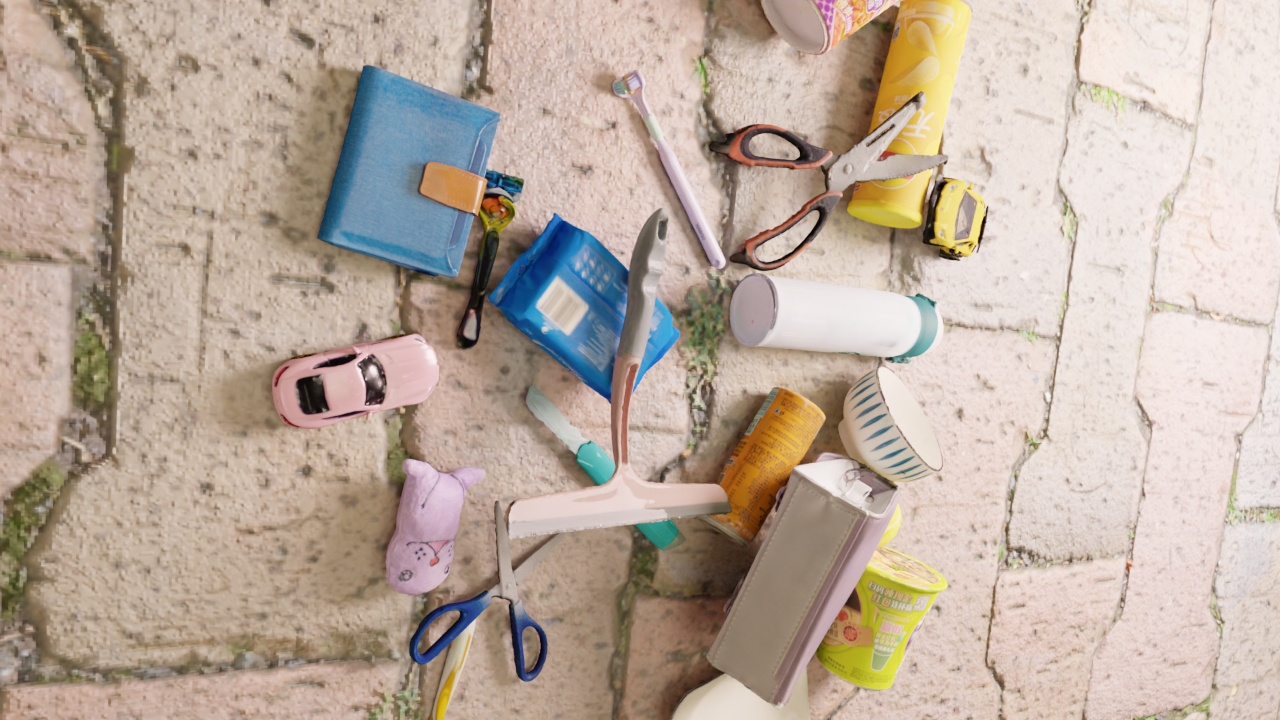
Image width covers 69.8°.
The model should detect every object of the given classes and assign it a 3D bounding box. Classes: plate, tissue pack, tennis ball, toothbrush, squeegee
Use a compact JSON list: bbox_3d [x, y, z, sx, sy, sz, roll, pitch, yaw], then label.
[{"bbox_3d":[0.096,0.368,0.902,0.163,0.034,0.164,-13,104,-27],"label":"plate"},{"bbox_3d":[-0.042,-0.037,0.750,0.157,0.052,0.095,42,79,-28],"label":"tissue pack"},{"bbox_3d":[0.229,0.157,0.926,0.065,0.065,0.065,-5,100,-29],"label":"tennis ball"},{"bbox_3d":[0.031,-0.159,0.792,0.189,0.029,0.021,60,32,-24],"label":"toothbrush"},{"bbox_3d":[-0.166,0.298,0.752,0.016,0.018,0.191,18,88,-32],"label":"toothbrush"},{"bbox_3d":[-0.004,0.004,0.726,0.247,0.040,0.249,4,93,-45],"label":"squeegee"}]

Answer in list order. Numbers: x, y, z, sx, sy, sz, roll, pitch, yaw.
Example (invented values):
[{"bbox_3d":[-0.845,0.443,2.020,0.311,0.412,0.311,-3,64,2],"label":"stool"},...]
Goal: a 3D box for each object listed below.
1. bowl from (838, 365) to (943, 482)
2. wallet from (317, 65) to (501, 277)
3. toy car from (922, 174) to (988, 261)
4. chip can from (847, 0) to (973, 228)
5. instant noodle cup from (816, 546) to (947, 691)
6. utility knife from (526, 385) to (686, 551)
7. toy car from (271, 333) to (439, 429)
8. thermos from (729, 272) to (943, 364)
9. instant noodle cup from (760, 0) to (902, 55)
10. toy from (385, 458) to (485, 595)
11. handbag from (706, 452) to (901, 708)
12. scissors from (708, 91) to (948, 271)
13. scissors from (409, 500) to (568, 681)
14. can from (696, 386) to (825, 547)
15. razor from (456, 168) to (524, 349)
[{"bbox_3d":[0.239,0.070,0.906,0.066,0.116,0.116,-33,121,27],"label":"bowl"},{"bbox_3d":[-0.168,-0.135,0.675,0.106,0.040,0.133,15,91,-26],"label":"wallet"},{"bbox_3d":[0.315,-0.140,0.914,0.155,0.041,0.071,3,100,-59],"label":"toy car"},{"bbox_3d":[0.258,-0.237,0.876,0.072,0.072,0.213,14,91,-30],"label":"chip can"},{"bbox_3d":[0.234,0.260,0.927,0.111,0.112,0.123,13,98,-30],"label":"instant noodle cup"},{"bbox_3d":[-0.029,0.099,0.801,0.029,0.013,0.223,-47,119,-13],"label":"utility knife"},{"bbox_3d":[-0.207,0.015,0.676,0.122,0.037,0.056,-15,106,-28],"label":"toy car"},{"bbox_3d":[0.194,-0.036,0.877,0.224,0.073,0.073,4,95,-30],"label":"thermos"},{"bbox_3d":[0.166,-0.327,0.796,0.099,0.111,0.111,-45,116,-7],"label":"instant noodle cup"},{"bbox_3d":[-0.165,0.131,0.716,0.083,0.039,0.108,13,90,-51],"label":"toy"},{"bbox_3d":[0.151,0.190,0.835,0.144,0.098,0.197,0,117,-60],"label":"handbag"},{"bbox_3d":[0.165,-0.165,0.828,0.227,0.015,0.189,13,103,-8],"label":"scissors"},{"bbox_3d":[-0.113,0.199,0.761,0.172,0.012,0.162,-39,121,-28],"label":"scissors"},{"bbox_3d":[0.113,0.098,0.855,0.058,0.058,0.146,38,79,-28],"label":"can"},{"bbox_3d":[-0.122,-0.078,0.717,0.042,0.022,0.143,11,92,-28],"label":"razor"}]
